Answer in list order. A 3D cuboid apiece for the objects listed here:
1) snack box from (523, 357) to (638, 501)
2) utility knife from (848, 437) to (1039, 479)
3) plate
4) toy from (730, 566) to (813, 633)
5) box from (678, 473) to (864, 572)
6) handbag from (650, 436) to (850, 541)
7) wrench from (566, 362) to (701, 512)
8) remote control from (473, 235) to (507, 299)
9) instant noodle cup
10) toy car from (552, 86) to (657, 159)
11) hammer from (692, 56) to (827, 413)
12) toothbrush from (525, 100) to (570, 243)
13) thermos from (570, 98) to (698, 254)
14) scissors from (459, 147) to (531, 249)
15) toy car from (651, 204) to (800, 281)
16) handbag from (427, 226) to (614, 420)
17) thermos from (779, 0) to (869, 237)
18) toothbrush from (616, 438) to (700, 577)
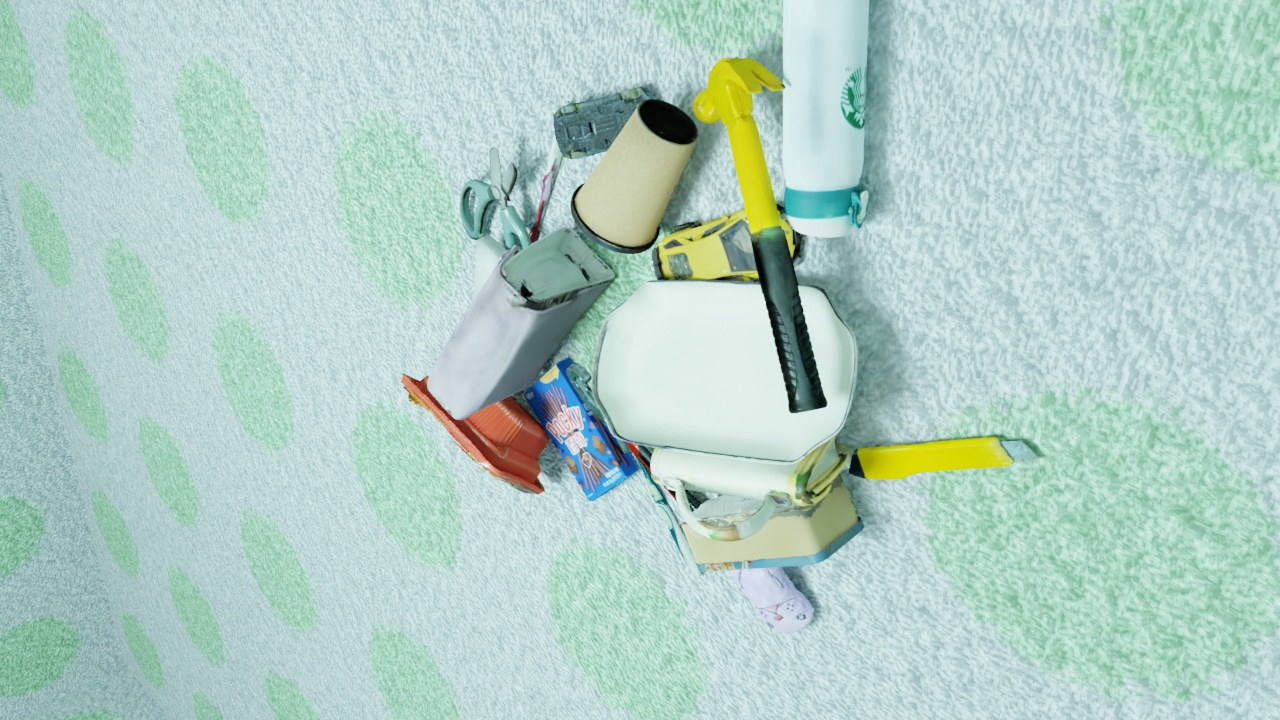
[{"bbox_3d":[-0.072,0.083,1.085,0.085,0.026,0.157,-39,81,45],"label":"snack box"},{"bbox_3d":[0.256,0.085,0.794,0.174,0.015,0.033,-11,107,43],"label":"utility knife"},{"bbox_3d":[0.074,0.009,0.840,0.266,0.034,0.162,4,80,32],"label":"plate"},{"bbox_3d":[0.138,0.238,0.948,0.084,0.038,0.108,-22,107,36],"label":"toy"},{"bbox_3d":[0.128,0.158,0.892,0.185,0.089,0.062,-16,97,50],"label":"box"},{"bbox_3d":[0.089,0.103,0.835,0.164,0.178,0.063,4,125,35],"label":"handbag"},{"bbox_3d":[0.011,0.109,1.008,0.273,0.016,0.056,48,161,6],"label":"wrench"},{"bbox_3d":[-0.173,-0.085,1.086,0.056,0.019,0.135,43,145,21],"label":"remote control"},{"bbox_3d":[-0.187,0.073,1.111,0.189,0.164,0.079,40,87,21],"label":"instant noodle cup"},{"bbox_3d":[-0.032,-0.233,0.901,0.121,0.036,0.054,-4,105,33],"label":"toy car"},{"bbox_3d":[0.105,-0.105,0.759,0.129,0.032,0.300,158,99,-76],"label":"hammer"},{"bbox_3d":[-0.102,-0.197,0.995,0.017,0.016,0.188,48,135,29],"label":"toothbrush"},{"bbox_3d":[-0.005,-0.169,0.859,0.093,0.092,0.144,49,136,15],"label":"thermos"},{"bbox_3d":[-0.171,-0.176,1.041,0.169,0.019,0.178,34,142,36],"label":"scissors"},{"bbox_3d":[0.077,-0.102,0.856,0.156,0.041,0.071,-11,102,43],"label":"toy car"},{"bbox_3d":[-0.139,-0.040,0.995,0.098,0.144,0.198,43,128,4],"label":"handbag"},{"bbox_3d":[0.147,-0.210,0.724,0.073,0.073,0.224,15,118,38],"label":"thermos"},{"bbox_3d":[0.021,0.163,1.043,0.016,0.018,0.191,-29,88,45],"label":"toothbrush"}]
